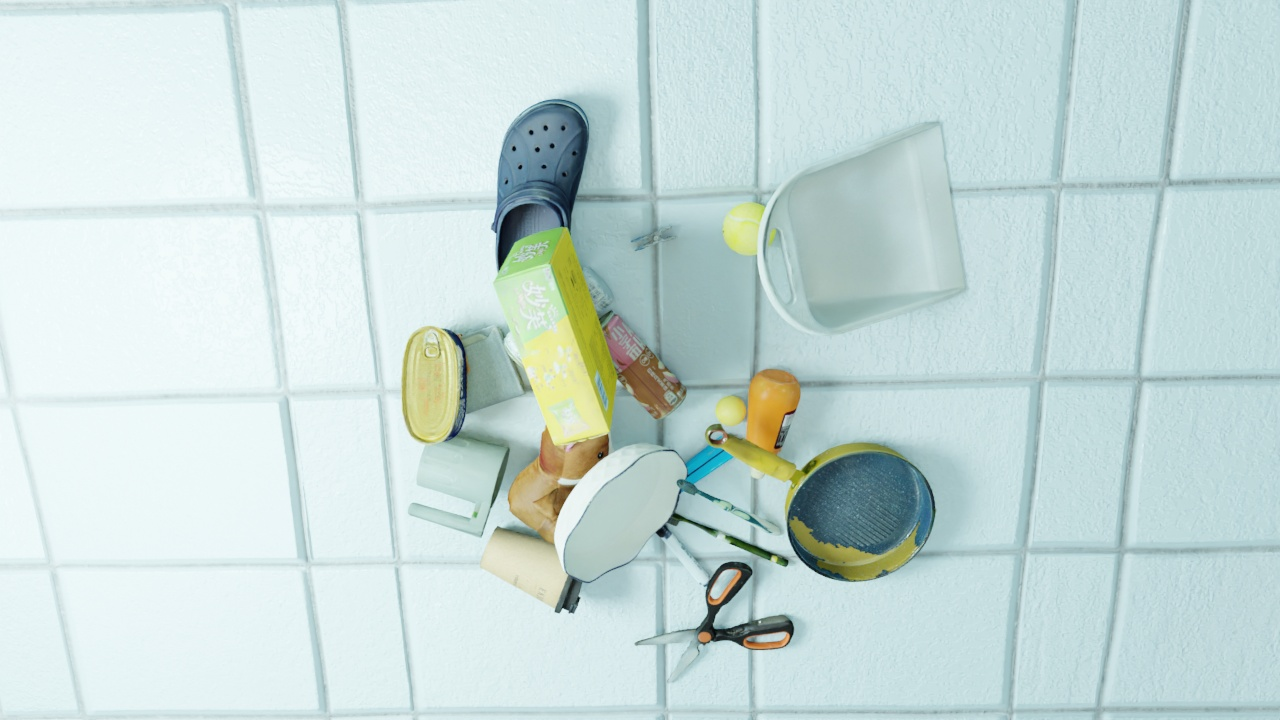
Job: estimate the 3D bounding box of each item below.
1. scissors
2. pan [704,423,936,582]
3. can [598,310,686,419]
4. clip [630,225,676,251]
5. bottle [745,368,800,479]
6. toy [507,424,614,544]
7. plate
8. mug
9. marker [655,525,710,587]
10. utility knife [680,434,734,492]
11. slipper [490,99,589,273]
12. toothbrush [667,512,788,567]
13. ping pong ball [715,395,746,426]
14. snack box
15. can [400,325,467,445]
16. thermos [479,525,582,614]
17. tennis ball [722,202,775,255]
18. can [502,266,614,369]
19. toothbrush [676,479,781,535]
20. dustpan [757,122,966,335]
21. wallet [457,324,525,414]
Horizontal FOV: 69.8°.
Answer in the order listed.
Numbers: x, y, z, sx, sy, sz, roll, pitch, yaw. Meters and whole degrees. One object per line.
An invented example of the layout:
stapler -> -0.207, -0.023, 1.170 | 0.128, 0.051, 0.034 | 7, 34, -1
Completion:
scissors -> 0.107, 0.372, 1.292 | 0.221, 0.021, 0.233 | 8, 112, -4
pan -> 0.226, 0.166, 1.189 | 0.357, 0.078, 0.198 | 33, 105, -13
can -> -0.007, 0.007, 1.180 | 0.058, 0.058, 0.147 | -41, 101, 11
clip -> 0.017, -0.153, 1.155 | 0.058, 0.025, 0.036 | -21, 96, 3
bottle -> 0.166, 0.087, 1.199 | 0.067, 0.066, 0.150 | 8, 112, -1
toy -> -0.089, 0.135, 1.174 | 0.130, 0.140, 0.200 | 18, 111, -6
plate -> -0.028, 0.188, 1.162 | 0.045, 0.204, 0.205 | 38, 106, 30
mug -> -0.238, 0.159, 1.202 | 0.103, 0.084, 0.123 | 17, 68, -1
marker -> 0.052, 0.263, 1.268 | 0.018, 0.022, 0.131 | -32, 102, 36
utility knife -> 0.044, 0.172, 1.245 | 0.223, 0.018, 0.034 | -38, 100, 12
slipper -> -0.131, -0.190, 1.114 | 0.105, 0.095, 0.253 | 11, 109, -4
toothbrush -> 0.119, 0.249, 1.267 | 0.186, 0.012, 0.017 | 23, 110, -5
ping pong ball -> 0.118, 0.066, 1.202 | 0.040, 0.040, 0.040 | 0, 105, 1
snack box -> -0.091, -0.031, 1.056 | 0.070, 0.157, 0.210 | -15, 112, 9
can -> -0.258, 0.031, 1.156 | 0.075, 0.049, 0.148 | 0, 90, 7
thermos -> -0.141, 0.280, 1.246 | 0.143, 0.093, 0.093 | 21, 105, 3
tennis ball -> 0.134, -0.162, 1.127 | 0.065, 0.065, 0.065 | 0, 105, 1
can -> -0.104, -0.053, 1.166 | 0.147, 0.058, 0.058 | -40, 101, 11
toothbrush -> 0.121, 0.199, 1.219 | 0.191, 0.018, 0.016 | 30, 99, -28
dustpan -> 0.263, -0.143, 1.092 | 0.258, 0.142, 0.223 | -13, 105, 6
wallet -> -0.229, 0.017, 1.200 | 0.130, 0.037, 0.106 | -19, 105, 6
